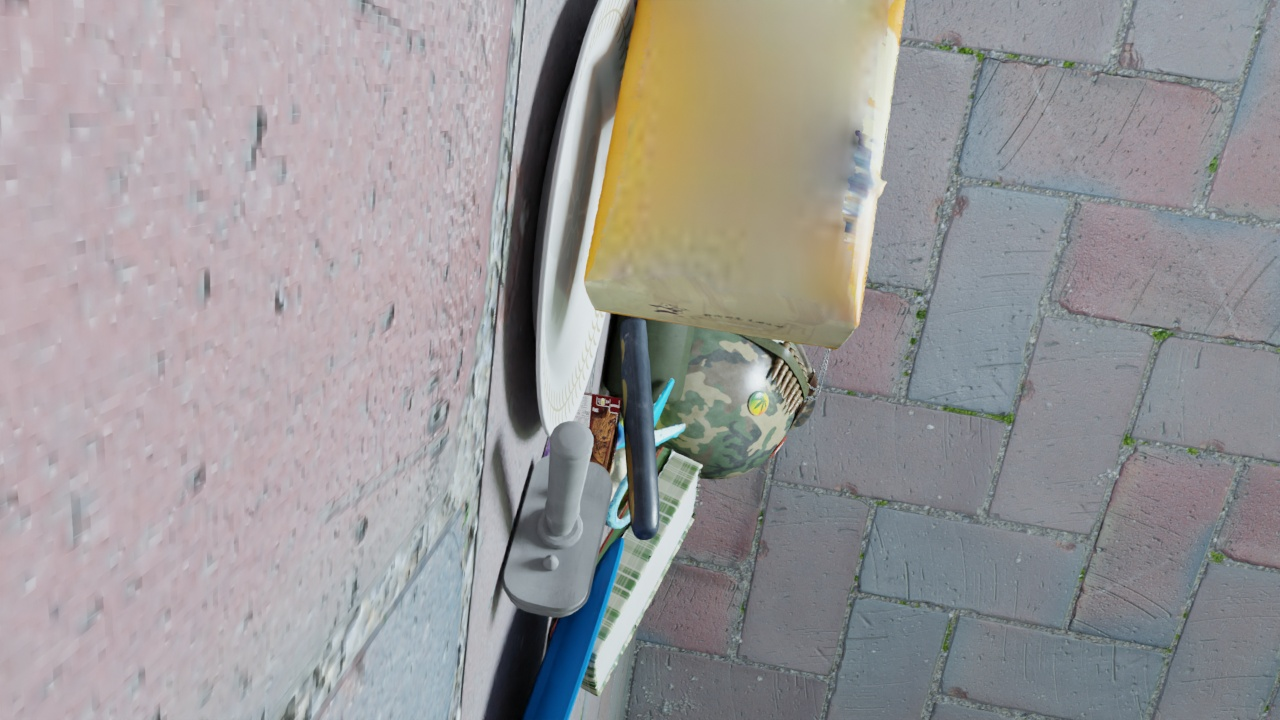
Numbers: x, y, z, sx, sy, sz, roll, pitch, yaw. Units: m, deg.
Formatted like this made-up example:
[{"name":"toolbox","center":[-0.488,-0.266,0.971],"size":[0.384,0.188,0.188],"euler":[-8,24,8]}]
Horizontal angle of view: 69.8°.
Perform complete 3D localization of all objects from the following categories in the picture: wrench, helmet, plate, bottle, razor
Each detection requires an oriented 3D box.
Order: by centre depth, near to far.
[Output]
[{"name":"razor","center":[-0.038,0.067,0.464],"size":[0.116,0.047,0.088],"euler":[103,0,-55]},{"name":"plate","center":[-0.032,-0.078,0.497],"size":[0.242,0.016,0.242],"euler":[12,87,-86]},{"name":"plate","center":[-0.060,0.220,0.603],"size":[0.224,0.024,0.224],"euler":[41,69,-89]},{"name":"wrench","center":[-0.004,0.004,0.688],"size":[0.074,0.022,0.272],"euler":[109,-19,-55]},{"name":"bottle","center":[0.019,-0.068,0.802],"size":[0.071,0.071,0.207],"euler":[-52,152,-81]},{"name":"helmet","center":[0.083,0.010,0.951],"size":[0.193,0.224,0.235],"euler":[-14,-125,47]}]

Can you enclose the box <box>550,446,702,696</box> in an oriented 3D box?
[{"name":"box","center":[-0.010,0.183,0.812],"size":[0.205,0.050,0.118],"euler":[-59,162,-30]}]

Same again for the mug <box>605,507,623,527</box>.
[{"name":"mug","center":[-0.003,0.140,0.945],"size":[0.113,0.084,0.070],"euler":[25,77,-78]}]

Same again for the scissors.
[{"name":"scissors","center":[-0.008,0.068,0.753],"size":[0.134,0.012,0.134],"euler":[42,72,-48]}]

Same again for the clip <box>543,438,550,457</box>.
[{"name":"clip","center":[-0.053,0.062,0.557],"size":[0.046,0.014,0.050],"euler":[-30,133,-81]}]

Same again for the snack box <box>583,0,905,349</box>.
[{"name":"snack box","center":[0.059,-0.116,0.501],"size":[0.081,0.145,0.195],"euler":[74,25,-80]}]

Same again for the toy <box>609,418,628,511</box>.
[{"name":"toy","center":[-0.024,0.097,0.810],"size":[0.115,0.046,0.092],"euler":[-24,129,-75]}]

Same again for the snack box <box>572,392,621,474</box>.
[{"name":"snack box","center":[-0.042,0.085,0.615],"size":[0.140,0.032,0.051],"euler":[-75,173,-53]}]
